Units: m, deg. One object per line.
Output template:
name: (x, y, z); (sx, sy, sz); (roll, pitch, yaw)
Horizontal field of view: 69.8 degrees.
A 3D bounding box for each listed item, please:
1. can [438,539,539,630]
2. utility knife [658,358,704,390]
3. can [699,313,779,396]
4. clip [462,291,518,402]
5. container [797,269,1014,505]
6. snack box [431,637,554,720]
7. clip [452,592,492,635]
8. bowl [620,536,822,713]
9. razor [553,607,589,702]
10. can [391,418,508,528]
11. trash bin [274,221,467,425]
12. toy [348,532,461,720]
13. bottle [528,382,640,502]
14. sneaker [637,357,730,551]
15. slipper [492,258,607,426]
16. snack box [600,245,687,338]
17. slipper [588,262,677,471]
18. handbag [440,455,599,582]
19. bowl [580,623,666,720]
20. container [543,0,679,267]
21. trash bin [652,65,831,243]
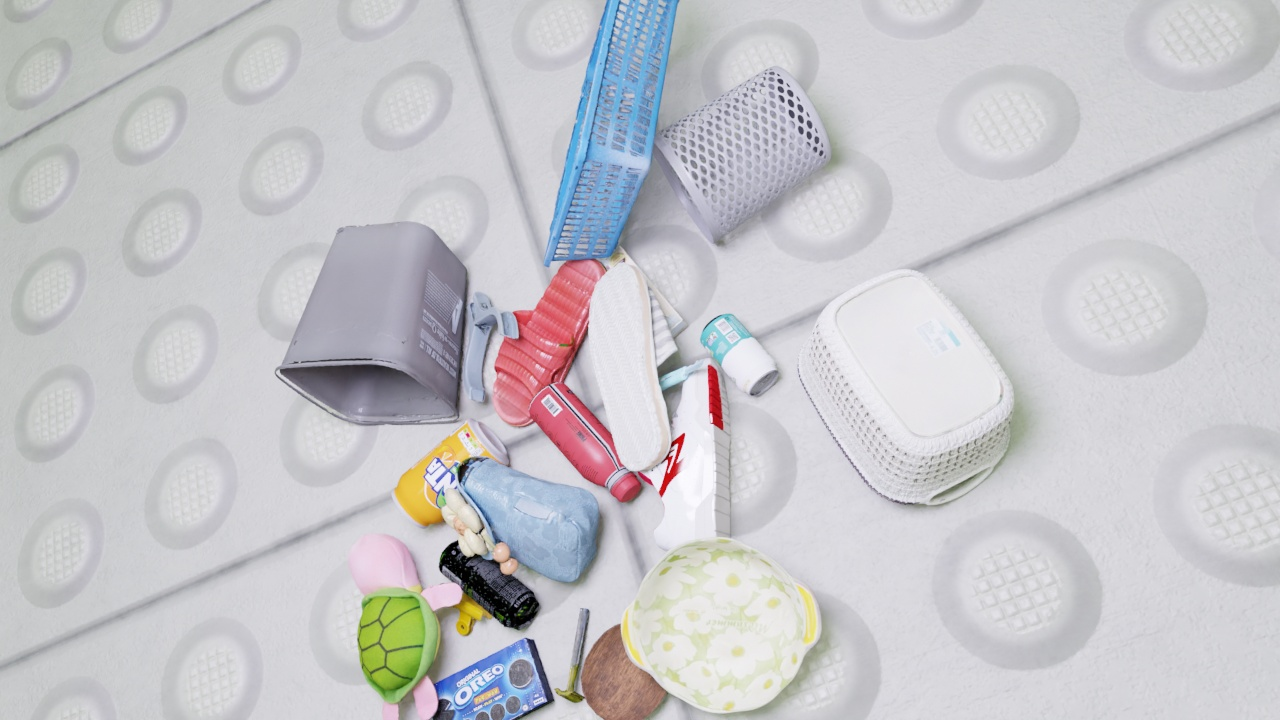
can: (-0.189, 0.275, 1.132); (0.138, 0.054, 0.054); (31, 83, 26)
utility knife: (0.042, 0.021, 1.114); (0.015, 0.148, 0.022); (26, 65, -20)
can: (0.121, -0.008, 1.127); (0.055, 0.055, 0.101); (-39, 64, 2)
clip: (-0.217, -0.007, 1.236); (0.173, 0.030, 0.164); (40, 111, 59)
container: (0.293, 0.022, 1.009); (0.184, 0.143, 0.251); (-26, 64, -7)
snack box: (-0.183, 0.401, 1.100); (0.150, 0.027, 0.082); (-30, 64, 7)
clip: (-0.214, 0.317, 1.145); (0.054, 0.046, 0.048); (21, 46, 23)
bowl: (0.091, 0.285, 1.012); (0.219, 0.060, 0.188); (-12, 88, 14)
razor: (-0.075, 0.346, 1.083); (0.026, 0.042, 0.105); (-1, 62, 21)
can: (-0.245, 0.146, 1.184); (0.142, 0.079, 0.079); (-40, 64, 2)
trash bin: (-0.341, -0.050, 1.236); (0.198, 0.197, 0.219); (-2, 64, 17)
toy: (-0.301, 0.326, 1.129); (0.191, 0.087, 0.238); (-27, 65, 31)
bottle: (-0.066, 0.105, 1.147); (0.062, 0.062, 0.176); (-44, 64, -1)
sneaker: (0.048, 0.114, 1.095); (0.104, 0.090, 0.236); (-5, 75, 18)
slipper: (-0.131, -0.032, 1.208); (0.103, 0.059, 0.249); (28, 91, 28)
snack box: (-0.014, -0.074, 1.212); (0.082, 0.026, 0.150); (-40, 63, 4)
slipper: (-0.007, 0.007, 1.126); (0.115, 0.054, 0.272); (-29, 57, 36)
handbag: (-0.150, 0.199, 1.103); (0.192, 0.122, 0.118); (19, 34, 19)
bowl: (-0.013, 0.360, 1.057); (0.102, 0.026, 0.114); (33, 84, 25)
container: (-0.033, -0.317, 1.178); (0.089, 0.258, 0.361); (14, 63, -9)
trash bin: (0.129, -0.264, 1.164); (0.183, 0.156, 0.156); (-32, 64, 3)
